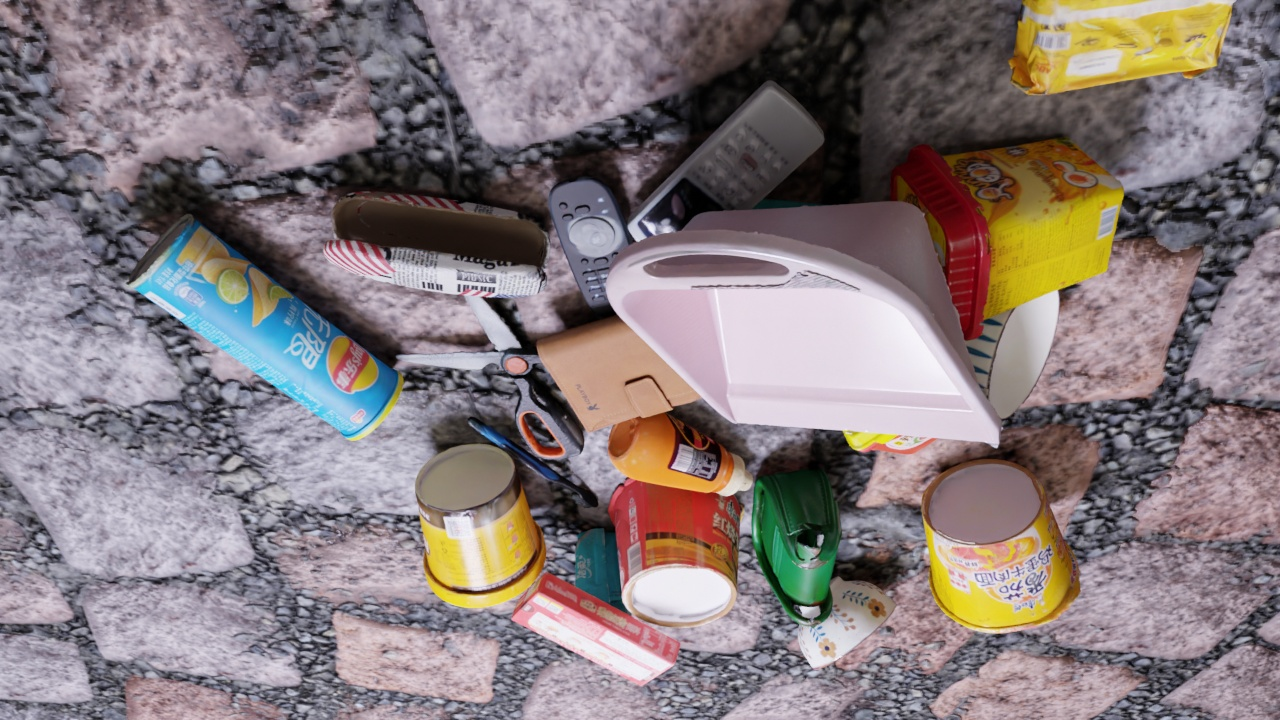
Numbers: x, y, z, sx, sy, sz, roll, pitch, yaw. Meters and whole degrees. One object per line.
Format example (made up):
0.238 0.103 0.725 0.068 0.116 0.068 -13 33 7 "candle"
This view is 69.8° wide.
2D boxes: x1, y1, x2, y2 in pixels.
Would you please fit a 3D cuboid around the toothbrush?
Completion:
-0.099 0.099 0.866 0.016 0.014 0.189 -14 141 33 "toothbrush"

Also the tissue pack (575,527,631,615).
-0.038 0.251 0.969 0.050 0.093 0.134 -7 132 2 "tissue pack"

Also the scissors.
-0.089 0.008 0.789 0.234 0.021 0.221 -4 132 3 "scissors"

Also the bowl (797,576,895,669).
0.213 0.275 0.996 0.114 0.113 0.062 -45 75 34 "bowl"

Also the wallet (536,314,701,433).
-0.004 0.004 0.753 0.132 0.031 0.108 -16 131 14 "wallet"

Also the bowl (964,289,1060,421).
0.269 -0.017 0.716 0.066 0.116 0.116 24 148 39 "bowl"

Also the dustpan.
0.097 -0.001 0.609 0.223 0.138 0.273 0 128 34 "dustpan"

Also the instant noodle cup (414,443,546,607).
-0.155 0.151 0.865 0.118 0.118 0.115 -3 126 3 "instant noodle cup"

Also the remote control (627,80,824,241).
0.058 -0.126 0.650 0.058 0.021 0.150 38 118 -20 "remote control"

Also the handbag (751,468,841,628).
0.150 0.175 0.877 0.068 0.120 0.131 -5 131 -3 "handbag"

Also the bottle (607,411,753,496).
0.044 0.091 0.842 0.149 0.066 0.067 23 130 -29 "bottle"

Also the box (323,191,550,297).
-0.150 -0.070 0.677 0.163 0.082 0.075 7 139 -9 "box"

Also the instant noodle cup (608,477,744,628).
0.035 0.187 0.896 0.138 0.108 0.138 1 133 1 "instant noodle cup"

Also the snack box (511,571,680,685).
-0.044 0.263 0.894 0.153 0.025 0.075 30 137 -8 "snack box"

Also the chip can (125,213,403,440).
-0.291 -0.022 0.731 0.071 0.071 0.210 -29 126 25 "chip can"

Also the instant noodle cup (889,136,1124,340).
0.251 -0.093 0.637 0.123 0.116 0.116 -16 133 -1 "instant noodle cup"

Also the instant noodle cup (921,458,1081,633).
0.332 0.168 0.866 0.138 0.137 0.110 -16 123 15 "instant noodle cup"

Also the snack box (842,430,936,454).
0.220 0.032 0.774 0.080 0.082 0.091 17 133 -33 "snack box"

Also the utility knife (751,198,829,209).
0.101 -0.107 0.682 0.166 0.013 0.029 5 131 0 "utility knife"

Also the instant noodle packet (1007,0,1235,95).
0.292 -0.221 0.554 0.128 0.044 0.111 -5 126 1 "instant noodle packet"

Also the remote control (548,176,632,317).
-0.032 -0.087 0.697 0.053 0.024 0.136 -9 135 10 "remote control"
